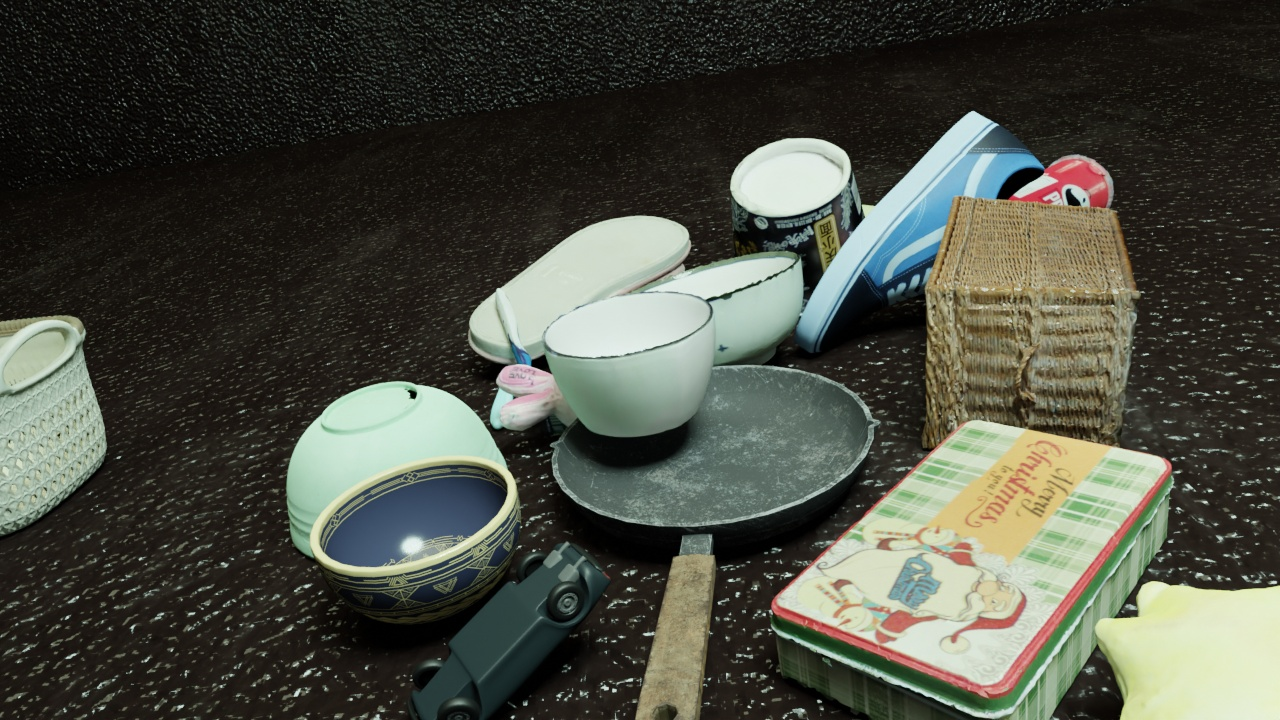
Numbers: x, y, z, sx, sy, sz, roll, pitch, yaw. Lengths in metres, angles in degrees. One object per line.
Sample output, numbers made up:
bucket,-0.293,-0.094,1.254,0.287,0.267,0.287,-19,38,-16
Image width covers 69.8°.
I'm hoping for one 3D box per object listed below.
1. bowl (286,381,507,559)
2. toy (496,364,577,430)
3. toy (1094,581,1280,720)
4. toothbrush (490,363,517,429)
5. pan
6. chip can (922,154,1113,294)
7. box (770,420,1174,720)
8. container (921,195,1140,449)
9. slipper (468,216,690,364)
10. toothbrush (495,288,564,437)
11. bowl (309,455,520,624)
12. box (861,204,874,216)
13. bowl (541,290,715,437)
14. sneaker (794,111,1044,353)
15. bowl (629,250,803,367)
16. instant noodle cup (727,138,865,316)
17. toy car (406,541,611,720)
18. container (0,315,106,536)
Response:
bowl,-0.171,0.063,0.619,0.151,0.077,0.150,-9,24,4
toy,-0.051,0.024,0.675,0.110,0.047,0.063,-4,49,-13
toy,0.239,0.130,0.316,0.170,0.065,0.155,-23,32,-28
toothbrush,-0.110,0.013,0.787,0.016,0.017,0.180,-7,25,3
pan,0.035,0.092,0.519,0.208,0.040,0.356,-5,25,12
chip can,0.343,-0.125,0.848,0.232,0.073,0.073,-26,28,-31
box,0.164,0.097,0.442,0.205,0.050,0.118,-28,30,-37
container,0.256,-0.030,0.612,0.113,0.114,0.197,4,28,21
slipper,-0.051,-0.065,0.873,0.114,0.054,0.273,27,45,30
toothbrush,-0.093,-0.004,0.747,0.017,0.016,0.189,-6,41,-21
bowl,-0.119,0.108,0.512,0.112,0.061,0.112,-8,23,4
box,0.257,-0.144,0.972,0.140,0.044,0.188,-22,26,-32
bowl,-0.004,0.004,0.611,0.116,0.066,0.116,-9,23,4
sneaker,0.228,-0.085,0.727,0.098,0.083,0.241,41,86,20
bowl,0.059,-0.031,0.727,0.153,0.073,0.153,-17,14,4
instant noodle cup,0.141,-0.126,0.825,0.137,0.112,0.137,-10,47,10
toy car,-0.062,0.135,0.439,0.112,0.034,0.046,-45,32,-13
container,-0.552,0.053,0.711,0.246,0.143,0.184,-6,23,8
